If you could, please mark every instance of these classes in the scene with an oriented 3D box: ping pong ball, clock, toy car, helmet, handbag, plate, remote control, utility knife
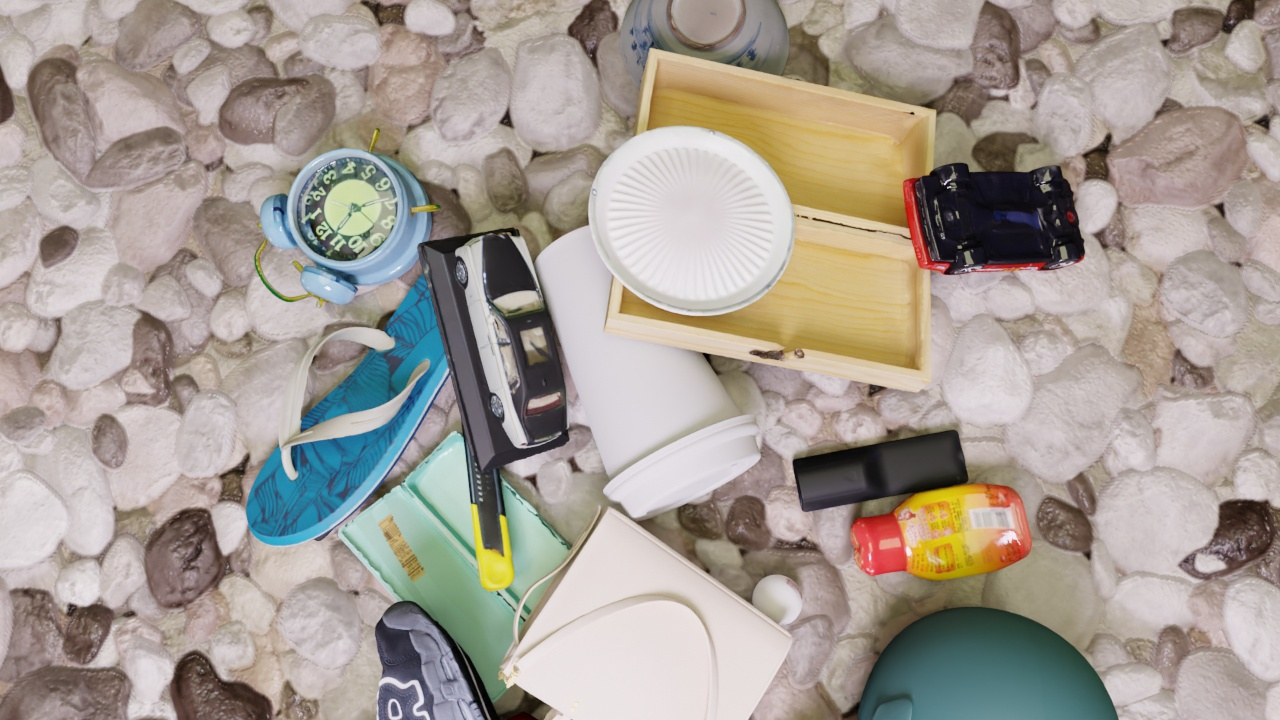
[{"bbox_3d":[0.111,0.194,0.742,0.040,0.040,0.040,0,82,2],"label":"ping pong ball"},{"bbox_3d":[-0.257,-0.114,0.789,0.162,0.060,0.118,-41,84,1],"label":"clock"},{"bbox_3d":[0.286,-0.111,0.735,0.189,0.056,0.081,-5,81,-31],"label":"toy car"},{"bbox_3d":[0.236,0.314,0.640,0.176,0.200,0.274,13,83,4],"label":"helmet"},{"bbox_3d":[-0.014,0.241,0.691,0.194,0.101,0.197,35,72,-3],"label":"handbag"},{"bbox_3d":[-0.101,-0.013,0.729,0.093,0.071,0.191,-16,94,-37],"label":"toy car"},{"bbox_3d":[0.038,-0.104,0.683,0.157,0.014,0.156,3,70,-8],"label":"plate"},{"bbox_3d":[0.199,0.092,0.761,0.140,0.021,0.045,-11,84,0],"label":"remote control"},{"bbox_3d":[-0.128,0.100,0.750,0.028,0.020,0.172,-6,70,-17],"label":"utility knife"}]

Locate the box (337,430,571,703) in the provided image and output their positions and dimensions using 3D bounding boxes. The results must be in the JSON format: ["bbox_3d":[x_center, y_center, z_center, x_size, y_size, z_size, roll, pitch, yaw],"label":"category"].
[{"bbox_3d":[-0.136,0.166,0.753,0.138,0.052,0.187,-42,82,-17],"label":"box"}]

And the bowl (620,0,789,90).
[{"bbox_3d":[0.057,-0.291,0.799,0.151,0.057,0.150,0,83,2],"label":"bowl"}]

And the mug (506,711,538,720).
[{"bbox_3d":[-0.096,0.327,0.707,0.113,0.087,0.088,-14,62,-41],"label":"mug"}]

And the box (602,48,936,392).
[{"bbox_3d":[0.109,-0.114,0.729,0.247,0.068,0.252,10,63,-5],"label":"box"}]

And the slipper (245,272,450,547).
[{"bbox_3d":[-0.228,0.026,0.752,0.118,0.060,0.294,31,82,32],"label":"slipper"}]

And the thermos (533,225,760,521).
[{"bbox_3d":[-0.004,0.004,0.736,0.131,0.131,0.221,-26,75,-1],"label":"thermos"}]

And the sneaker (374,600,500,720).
[{"bbox_3d":[-0.163,0.303,0.634,0.150,0.097,0.252,-24,67,-9],"label":"sneaker"}]

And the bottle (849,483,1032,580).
[{"bbox_3d":[0.238,0.140,0.739,0.134,0.048,0.071,-10,82,1],"label":"bottle"}]

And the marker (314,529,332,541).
[{"bbox_3d":[-0.239,0.096,0.782,0.018,0.015,0.134,36,85,-13],"label":"marker"}]
